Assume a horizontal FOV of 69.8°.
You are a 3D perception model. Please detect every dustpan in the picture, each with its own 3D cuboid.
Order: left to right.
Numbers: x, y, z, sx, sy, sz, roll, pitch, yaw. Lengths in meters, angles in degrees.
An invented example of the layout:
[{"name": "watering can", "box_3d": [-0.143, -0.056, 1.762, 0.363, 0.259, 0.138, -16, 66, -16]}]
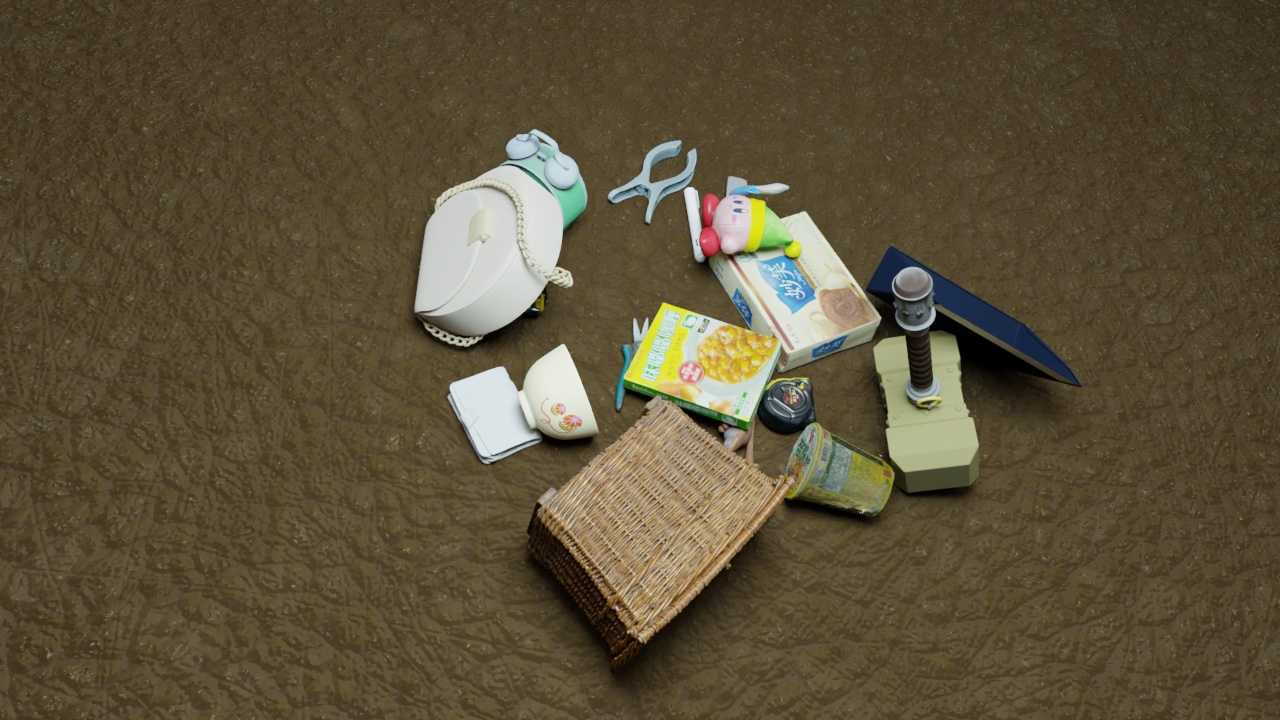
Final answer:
[{"name": "dustpan", "box_3d": [0.423, -0.072, 1.210, 0.236, 0.273, 0.080, 27, 92, -15]}]

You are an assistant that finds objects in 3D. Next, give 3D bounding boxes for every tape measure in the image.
[{"name": "tape measure", "box_3d": [-0.145, -0.095, 1.216, 0.038, 0.063, 0.067, -2, 60, -10]}, {"name": "tape measure", "box_3d": [0.188, 0.057, 1.179, 0.072, 0.042, 0.071, 5, 58, -10]}]

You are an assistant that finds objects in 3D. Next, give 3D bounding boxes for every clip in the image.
[{"name": "clip", "box_3d": [0.013, -0.279, 1.376, 0.108, 0.028, 0.162, 29, 58, 12]}]

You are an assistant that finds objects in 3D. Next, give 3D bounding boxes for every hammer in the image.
[{"name": "hammer", "box_3d": [0.321, 0.000, 1.055, 0.101, 0.325, 0.189, -9, 56, 15]}]

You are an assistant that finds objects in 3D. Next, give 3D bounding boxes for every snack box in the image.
[{"name": "snack box", "box_3d": [0.081, 0.004, 1.167, 0.168, 0.027, 0.131, 18, 59, 15]}, {"name": "snack box", "box_3d": [0.211, -0.098, 1.270, 0.153, 0.055, 0.207, -20, 62, -19]}]

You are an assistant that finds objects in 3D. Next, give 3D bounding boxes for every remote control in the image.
[{"name": "remote control", "box_3d": [0.138, -0.221, 1.363, 0.033, 0.013, 0.136, 11, 56, -2]}]

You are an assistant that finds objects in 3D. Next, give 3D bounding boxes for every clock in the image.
[{"name": "clock", "box_3d": [-0.138, -0.243, 1.251, 0.122, 0.162, 0.075, 34, 59, 14]}]

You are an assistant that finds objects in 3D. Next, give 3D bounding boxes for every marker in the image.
[{"name": "marker", "box_3d": [0.081, -0.198, 1.338, 0.020, 0.017, 0.133, -1, 58, -10]}]

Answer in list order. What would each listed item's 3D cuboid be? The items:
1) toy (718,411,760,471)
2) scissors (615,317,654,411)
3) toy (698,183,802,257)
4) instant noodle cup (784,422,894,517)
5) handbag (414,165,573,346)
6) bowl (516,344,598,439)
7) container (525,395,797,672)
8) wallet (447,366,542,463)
[{"name": "toy", "box_3d": [0.123, 0.094, 1.148, 0.054, 0.042, 0.101, 26, 47, -17]}, {"name": "scissors", "box_3d": [0.000, 0.011, 1.195, 0.122, 0.019, 0.149, -31, 62, -20]}, {"name": "toy", "box_3d": [0.150, -0.183, 1.248, 0.131, 0.097, 0.124, -4, 49, 14]}, {"name": "instant noodle cup", "box_3d": [0.240, 0.138, 1.108, 0.108, 0.102, 0.102, 22, 57, -4]}, {"name": "handbag", "box_3d": [-0.191, -0.137, 1.175, 0.209, 0.103, 0.210, -23, 52, 31]}, {"name": "bowl", "box_3d": [-0.106, 0.048, 1.107, 0.074, 0.118, 0.118, -21, 63, -7]}, {"name": "container", "box_3d": [0.007, 0.176, 0.997, 0.183, 0.163, 0.249, 44, 62, 11]}, {"name": "wallet", "box_3d": [-0.181, 0.063, 1.130, 0.086, 0.032, 0.116, -25, 64, -24]}]
